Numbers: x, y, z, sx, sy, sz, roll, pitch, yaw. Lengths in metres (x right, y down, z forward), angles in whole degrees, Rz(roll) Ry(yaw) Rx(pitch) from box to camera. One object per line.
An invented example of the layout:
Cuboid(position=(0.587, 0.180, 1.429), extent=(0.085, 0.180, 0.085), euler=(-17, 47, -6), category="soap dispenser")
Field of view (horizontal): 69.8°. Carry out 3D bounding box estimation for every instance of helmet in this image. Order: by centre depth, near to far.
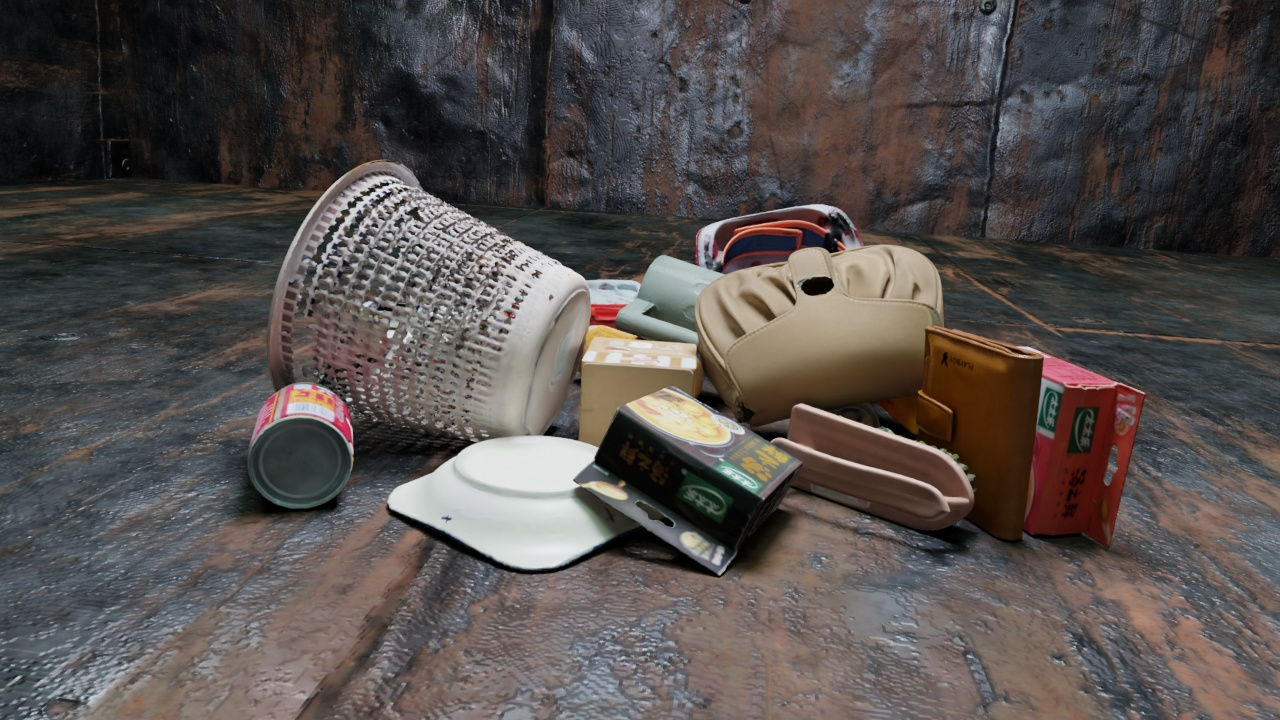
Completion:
Cuboid(position=(0.171, -0.054, 1.021), extent=(0.206, 0.144, 0.239), euler=(-14, 49, -16), category="helmet")

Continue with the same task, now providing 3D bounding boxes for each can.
Cuboid(position=(-0.236, 0.056, 0.641), extent=(0.066, 0.066, 0.094), euler=(-1, 15, -18), category="can")
Cuboid(position=(0.172, 0.042, 0.822), extent=(0.053, 0.053, 0.134), euler=(3, 14, -3), category="can")
Cuboid(position=(-0.005, 0.005, 0.914), extent=(0.058, 0.058, 0.146), euler=(-8, 18, -39), category="can")

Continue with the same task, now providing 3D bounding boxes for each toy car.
Cuboid(position=(-0.277, -0.008, 0.879), extent=(0.042, 0.070, 0.158), euler=(26, 7, -16), category="toy car")

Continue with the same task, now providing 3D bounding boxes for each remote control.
Cuboid(position=(-0.240, -0.050, 1.040), extent=(0.150, 0.021, 0.058), euler=(5, 14, -5), category="remote control")

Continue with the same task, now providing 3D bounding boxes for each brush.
Cuboid(position=(0.165, 0.080, 0.655), extent=(0.146, 0.063, 0.072), euler=(18, 16, 40), category="brush")

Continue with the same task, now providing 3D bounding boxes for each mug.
Cuboid(position=(0.048, -0.042, 0.885), extent=(0.103, 0.084, 0.123), euler=(19, 30, 20), category="mug")

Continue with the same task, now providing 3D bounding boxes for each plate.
Cuboid(position=(-0.072, 0.085, 0.634), extent=(0.164, 0.034, 0.163), euler=(14, 17, 37), category="plate")

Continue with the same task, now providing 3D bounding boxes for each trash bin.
Cuboid(position=(-0.154, -0.027, 0.751), extent=(0.192, 0.228, 0.227), euler=(20, 17, 10), category="trash bin")

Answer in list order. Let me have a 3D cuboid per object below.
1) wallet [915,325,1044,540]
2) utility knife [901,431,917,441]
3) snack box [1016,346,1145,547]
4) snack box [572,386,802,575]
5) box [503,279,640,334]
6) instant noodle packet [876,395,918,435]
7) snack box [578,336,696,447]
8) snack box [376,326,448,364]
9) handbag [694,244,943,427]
Cuboid(position=(0.237, 0.046, 0.663), extent=(0.035, 0.131, 0.119), euler=(-7, 16, -23), category="wallet")
Cuboid(position=(0.223, 0.076, 0.780), extent=(0.029, 0.013, 0.177), euler=(17, 19, 32), category="utility knife")
Cuboid(position=(0.289, 0.058, 0.662), extent=(0.044, 0.113, 0.127), euler=(2, 14, -13), category="snack box")
Cuboid(position=(0.036, 0.073, 0.616), extent=(0.113, 0.053, 0.125), euler=(30, 17, 16), category="snack box")
Cuboid(position=(-0.088, -0.073, 1.229), extent=(0.201, 0.050, 0.160), euler=(1, 22, -9), category="box")
Cuboid(position=(0.240, 0.018, 0.831), extent=(0.128, 0.044, 0.110), euler=(44, 31, 24), category="instant noodle packet")
Cuboid(position=(-0.001, 0.029, 0.782), extent=(0.093, 0.077, 0.094), euler=(4, 14, 3), category="snack box")
Cuboid(position=(-0.259, -0.027, 1.046), extent=(0.077, 0.027, 0.156), euler=(0, 15, -15), category="snack box")
Cuboid(position=(0.149, -0.027, 0.757), extent=(0.204, 0.100, 0.147), euler=(-12, 47, 4), category="handbag")
